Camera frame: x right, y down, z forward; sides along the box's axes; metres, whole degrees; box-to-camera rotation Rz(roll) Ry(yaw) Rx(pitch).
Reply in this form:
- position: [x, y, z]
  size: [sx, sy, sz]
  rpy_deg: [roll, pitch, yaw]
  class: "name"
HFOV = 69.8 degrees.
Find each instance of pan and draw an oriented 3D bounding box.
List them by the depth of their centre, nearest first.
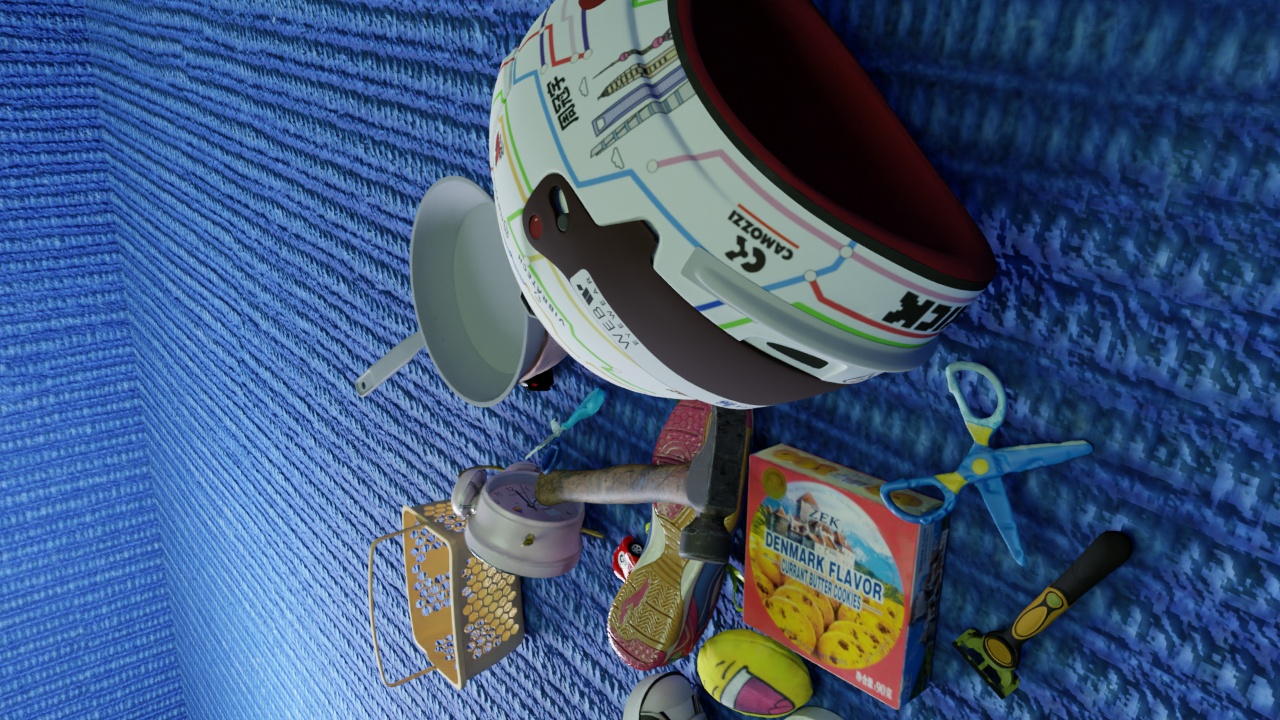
- position: [-0.189, -0.033, 0.862]
  size: [0.358, 0.050, 0.200]
  rpy_deg: [-32, 75, 50]
  class: "pan"

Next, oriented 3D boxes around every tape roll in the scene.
- position: [0.144, 0.319, 0.715]
  size: [0.094, 0.019, 0.094]
  rpy_deg: [20, 116, 46]
  class: "tape roll"

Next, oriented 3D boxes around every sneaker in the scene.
- position: [0.043, 0.130, 0.745]
  size: [0.116, 0.091, 0.242]
  rpy_deg: [26, 101, 38]
  class: "sneaker"
- position: [0.069, 0.384, 0.780]
  size: [0.097, 0.091, 0.245]
  rpy_deg: [-30, 74, 39]
  class: "sneaker"

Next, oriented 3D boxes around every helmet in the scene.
- position: [0.033, -0.089, 0.552]
  size: [0.237, 0.230, 0.314]
  rpy_deg: [-47, 58, 38]
  class: "helmet"

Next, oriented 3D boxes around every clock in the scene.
- position: [-0.121, 0.149, 0.912]
  size: [0.158, 0.116, 0.059]
  rpy_deg: [33, 114, 40]
  class: "clock"

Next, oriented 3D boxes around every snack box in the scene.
- position: [0.139, 0.147, 0.651]
  size: [0.143, 0.040, 0.145]
  rpy_deg: [19, 115, 46]
  class: "snack box"

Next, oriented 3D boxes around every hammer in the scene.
- position: [-0.016, 0.091, 0.734]
  size: [0.331, 0.033, 0.120]
  rpy_deg: [-16, 60, 62]
  class: "hammer"

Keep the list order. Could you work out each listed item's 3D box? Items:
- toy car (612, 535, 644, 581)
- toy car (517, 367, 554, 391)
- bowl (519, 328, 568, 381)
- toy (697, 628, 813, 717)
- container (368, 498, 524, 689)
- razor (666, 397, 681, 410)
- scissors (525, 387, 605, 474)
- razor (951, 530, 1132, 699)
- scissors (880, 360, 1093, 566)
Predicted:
- position: [0.002, 0.208, 0.848]
  size: [0.089, 0.025, 0.038]
  rpy_deg: [51, 135, 27]
  class: "toy car"
- position: [-0.116, -0.010, 0.913]
  size: [0.036, 0.042, 0.091]
  rpy_deg: [-35, 71, 23]
  class: "toy car"
- position: [-0.098, -0.059, 0.847]
  size: [0.153, 0.076, 0.153]
  rpy_deg: [17, 113, 46]
  class: "bowl"
- position: [0.089, 0.248, 0.724]
  size: [0.094, 0.041, 0.096]
  rpy_deg: [23, 135, 6]
  class: "toy"
- position: [-0.225, 0.258, 1.027]
  size: [0.129, 0.166, 0.183]
  rpy_deg: [19, 116, 46]
  class: "container"
- position: [-0.005, 0.005, 0.799]
  size: [0.141, 0.018, 0.044]
  rpy_deg: [31, 148, 44]
  class: "razor"
- position: [-0.081, 0.075, 0.864]
  size: [0.014, 0.118, 0.130]
  rpy_deg: [42, 134, -15]
  class: "scissors"
- position: [0.241, 0.148, 0.546]
  size: [0.044, 0.021, 0.144]
  rpy_deg: [50, 132, 29]
  class: "razor"
- position: [0.202, 0.060, 0.548]
  size: [0.126, 0.013, 0.130]
  rpy_deg: [-15, 80, 31]
  class: "scissors"
